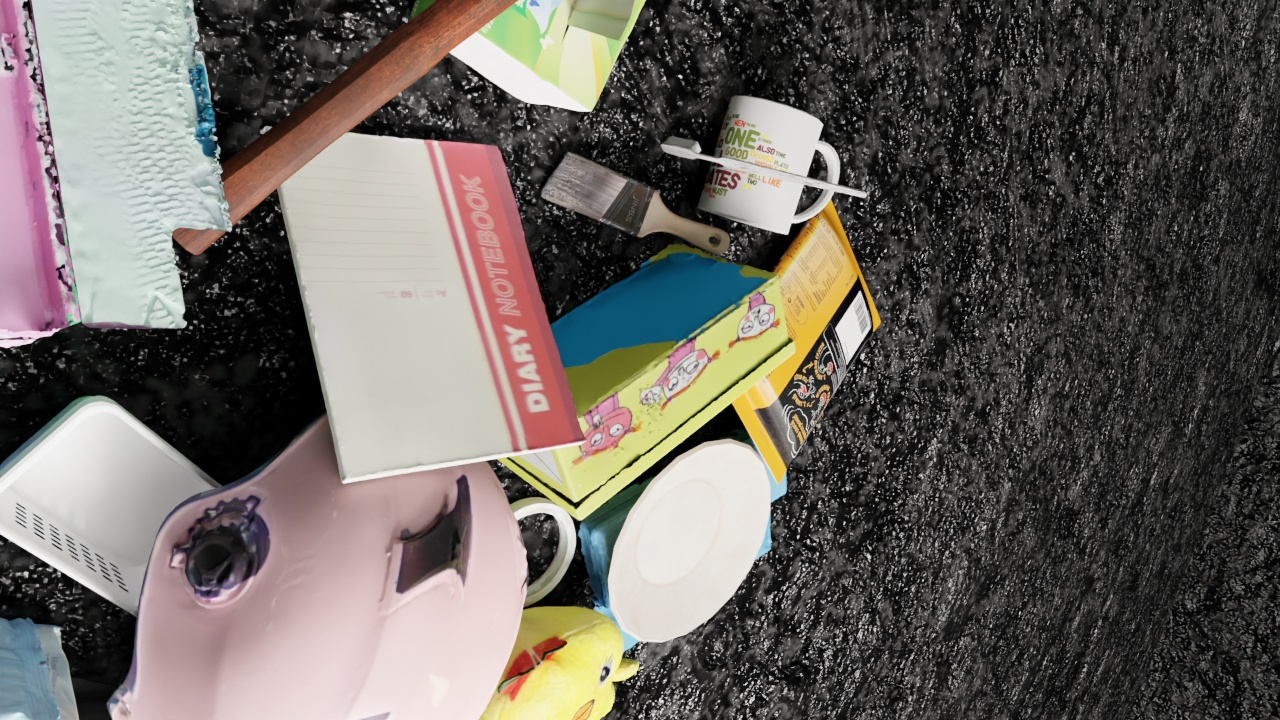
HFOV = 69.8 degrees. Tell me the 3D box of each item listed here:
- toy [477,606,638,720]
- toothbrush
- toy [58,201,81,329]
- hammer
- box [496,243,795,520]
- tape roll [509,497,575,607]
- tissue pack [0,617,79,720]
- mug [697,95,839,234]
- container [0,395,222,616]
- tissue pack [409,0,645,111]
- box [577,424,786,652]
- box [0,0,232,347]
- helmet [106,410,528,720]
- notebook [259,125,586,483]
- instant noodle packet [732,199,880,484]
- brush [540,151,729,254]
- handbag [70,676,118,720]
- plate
[{"bbox_3d":[-0.069,0.268,0.754,0.133,0.092,0.208,-38,139,-16],"label":"toy"},{"bbox_3d":[0.084,-0.138,0.648,0.010,0.182,0.010,-50,138,-18],"label":"toothbrush"},{"bbox_3d":[-0.319,-0.045,0.414,0.193,0.072,0.131,-6,150,-37],"label":"toy"},{"bbox_3d":[-0.127,-0.156,0.480,0.301,0.111,0.028,-36,171,5],"label":"hammer"},{"bbox_3d":[-0.004,0.004,0.674,0.220,0.124,0.081,-35,128,-29],"label":"box"},{"bbox_3d":[-0.093,0.154,0.733,0.092,0.013,0.093,-17,118,-36],"label":"tape roll"},{"bbox_3d":[-0.354,0.229,0.463,0.070,0.112,0.182,29,88,-43],"label":"tissue pack"},{"bbox_3d":[0.108,-0.150,0.730,0.105,0.073,0.089,14,99,-18],"label":"mug"},{"bbox_3d":[-0.284,0.078,0.504,0.080,0.049,0.129,-47,132,-16],"label":"container"},{"bbox_3d":[-0.025,-0.251,0.531,0.120,0.141,0.198,16,97,-44],"label":"tissue pack"},{"bbox_3d":[0.051,0.168,0.853,0.230,0.033,0.175,-27,124,-32],"label":"box"},{"bbox_3d":[-0.260,-0.120,0.385,0.159,0.035,0.230,-5,81,-52],"label":"box"},{"bbox_3d":[-0.160,0.151,0.538,0.255,0.153,0.230,-60,152,-10],"label":"helmet"},{"bbox_3d":[-0.123,-0.040,0.535,0.152,0.012,0.208,-6,72,-39],"label":"notebook"},{"bbox_3d":[0.148,-0.022,0.832,0.220,0.032,0.160,-52,128,-28],"label":"instant noodle packet"},{"bbox_3d":[0.001,-0.109,0.672,0.151,0.012,0.039,20,93,-23],"label":"brush"},{"bbox_3d":[-0.308,0.307,0.573,0.195,0.072,0.175,35,83,-48],"label":"handbag"},{"bbox_3d":[0.039,0.152,0.791,0.188,0.027,0.189,-19,121,-36],"label":"plate"}]
